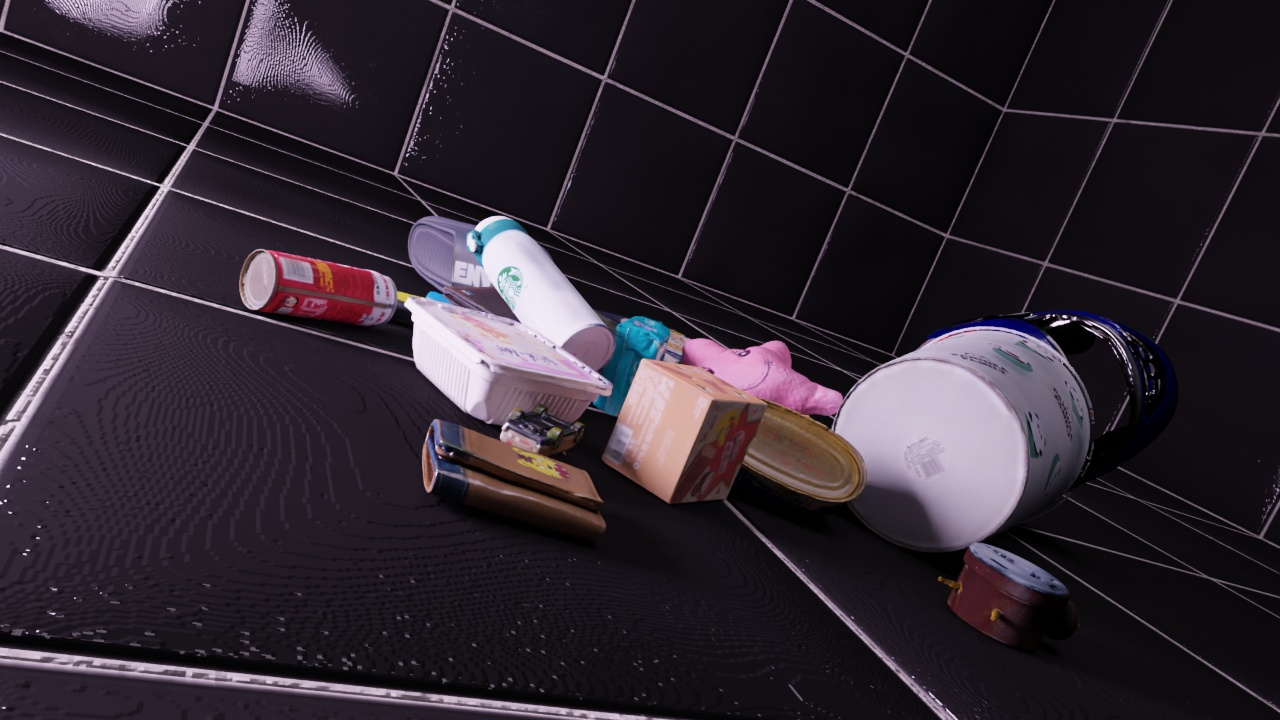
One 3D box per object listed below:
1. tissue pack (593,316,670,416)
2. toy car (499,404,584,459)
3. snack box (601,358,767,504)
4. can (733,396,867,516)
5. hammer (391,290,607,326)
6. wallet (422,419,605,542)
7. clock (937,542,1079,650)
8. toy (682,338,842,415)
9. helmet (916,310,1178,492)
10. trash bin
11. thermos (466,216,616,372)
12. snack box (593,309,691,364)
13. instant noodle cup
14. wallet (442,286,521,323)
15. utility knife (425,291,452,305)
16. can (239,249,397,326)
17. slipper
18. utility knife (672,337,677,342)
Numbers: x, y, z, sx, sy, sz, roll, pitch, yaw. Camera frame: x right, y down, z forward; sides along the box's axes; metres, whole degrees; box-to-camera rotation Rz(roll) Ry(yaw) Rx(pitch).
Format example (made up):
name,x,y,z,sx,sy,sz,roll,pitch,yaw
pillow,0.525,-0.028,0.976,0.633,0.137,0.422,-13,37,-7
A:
name,x,y,z,sx,sy,sz,roll,pitch,yaw
tissue pack,-0.006,0.006,0.965,0.050,0.093,0.133,19,10,5
toy car,-0.075,0.057,0.698,0.042,0.035,0.090,26,10,13
snack box,0.038,0.059,0.763,0.077,0.093,0.094,29,12,33
can,0.128,0.087,0.831,0.148,0.074,0.049,25,-29,2
hammer,-0.153,-0.035,1.005,0.322,0.032,0.126,13,24,-33
wallet,-0.083,0.077,0.592,0.115,0.033,0.090,22,8,-19
clock,0.302,0.191,0.740,0.121,0.055,0.082,17,10,-33
toy,0.085,0.031,0.935,0.194,0.075,0.178,-23,42,-20
helmet,0.462,0.056,1.145,0.240,0.247,0.316,2,-19,-38
trash bin,0.325,0.080,0.944,0.230,0.230,0.251,27,17,29
thermos,-0.110,-0.073,0.945,0.073,0.073,0.224,12,29,-45
snack box,0.041,-0.006,1.278,0.182,0.046,0.178,11,15,-47
instant noodle cup,-0.123,0.007,0.795,0.137,0.060,0.173,13,14,-41
wallet,-0.143,-0.055,0.992,0.096,0.020,0.122,34,19,19
utility knife,-0.168,-0.044,1.102,0.194,0.018,0.034,18,22,-25
can,-0.288,-0.063,0.832,0.053,0.053,0.132,29,12,34
slipper,-0.222,-0.114,1.168,0.268,0.111,0.083,22,25,33
utility knife,0.117,0.045,1.056,0.223,0.013,0.029,42,4,1
